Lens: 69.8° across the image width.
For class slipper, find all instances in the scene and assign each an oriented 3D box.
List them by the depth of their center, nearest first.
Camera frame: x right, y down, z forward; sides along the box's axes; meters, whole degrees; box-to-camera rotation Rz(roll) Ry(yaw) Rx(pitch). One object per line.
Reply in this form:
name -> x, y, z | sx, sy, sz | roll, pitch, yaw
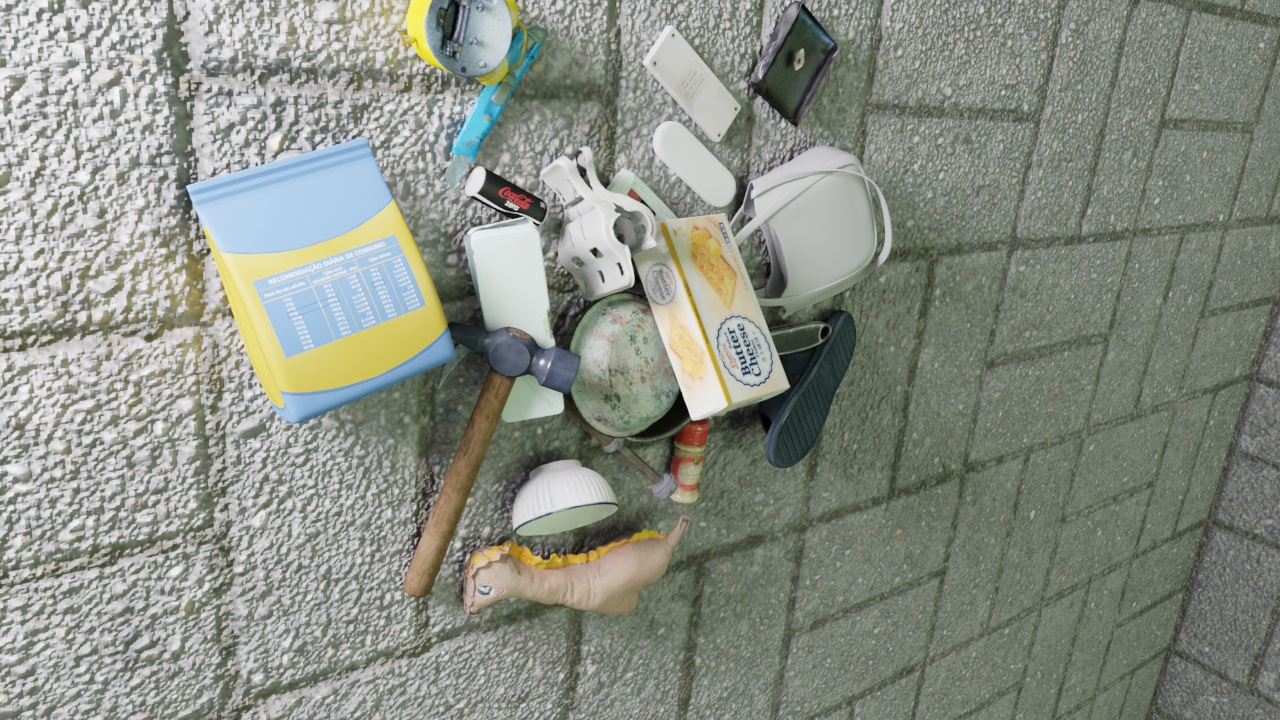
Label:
slipper -> 0.206, 0.033, 1.211 | 0.262, 0.083, 0.101 | -55, 136, -33

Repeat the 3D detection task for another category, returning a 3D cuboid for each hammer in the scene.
hammer -> -0.178, 0.110, 0.917 | 0.129, 0.040, 0.322 | 21, 112, -10
hammer -> -0.066, 0.059, 0.995 | 0.147, 0.028, 0.317 | -46, 118, -2

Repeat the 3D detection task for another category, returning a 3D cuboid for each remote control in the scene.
remote control -> 0.058, -0.299, 0.999 | 0.135, 0.011, 0.050 | 37, 84, -41
remote control -> 0.012, -0.151, 1.013 | 0.143, 0.024, 0.049 | 40, 81, -41
remote control -> 0.062, -0.219, 1.033 | 0.136, 0.013, 0.043 | 34, 85, -41

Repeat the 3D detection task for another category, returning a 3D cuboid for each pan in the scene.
pan -> 0.089, -0.010, 1.109 | 0.355, 0.055, 0.187 | -14, 116, -33

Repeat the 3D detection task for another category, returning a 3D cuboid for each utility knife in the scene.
utility knife -> -0.139, -0.241, 0.867 | 0.031, 0.015, 0.178 | 29, 90, -37

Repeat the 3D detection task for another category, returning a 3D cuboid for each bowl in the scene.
bowl -> -0.006, 0.006, 0.979 | 0.157, 0.039, 0.157 | -3, 94, -41
bowl -> -0.088, 0.148, 1.016 | 0.118, 0.118, 0.062 | 0, 65, -38

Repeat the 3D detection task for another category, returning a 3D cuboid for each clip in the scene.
clip -> -0.037, -0.142, 0.924 | 0.096, 0.126, 0.152 | -14, 91, -28

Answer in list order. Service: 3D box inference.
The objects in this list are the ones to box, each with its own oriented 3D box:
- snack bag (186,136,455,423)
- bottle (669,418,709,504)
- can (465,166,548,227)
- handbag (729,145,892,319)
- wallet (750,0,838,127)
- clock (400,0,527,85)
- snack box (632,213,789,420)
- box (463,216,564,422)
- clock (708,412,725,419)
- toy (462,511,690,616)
snack bag -> -0.270, -0.071, 0.785 | 0.158, 0.102, 0.205 | -25, 108, -28
bottle -> 0.059, 0.124, 1.149 | 0.044, 0.044, 0.109 | -5, 111, -37
can -> -0.130, -0.158, 0.895 | 0.080, 0.031, 0.031 | 24, 92, -41
handbag -> 0.188, -0.135, 1.121 | 0.222, 0.095, 0.216 | -32, 125, -13
wallet -> 0.179, -0.342, 1.065 | 0.089, 0.026, 0.115 | 29, 88, -42
clock -> -0.149, -0.290, 0.810 | 0.118, 0.057, 0.083 | 5, 103, -39
snack box -> 0.073, -0.049, 0.976 | 0.104, 0.058, 0.208 | -13, 80, -41
box -> -0.122, -0.036, 0.897 | 0.082, 0.066, 0.199 | -23, 119, -29
clock -> 0.091, 0.011, 1.055 | 0.122, 0.035, 0.094 | -55, 128, -22
toy -> -0.076, 0.231, 1.068 | 0.264, 0.065, 0.196 | 26, 101, -40
